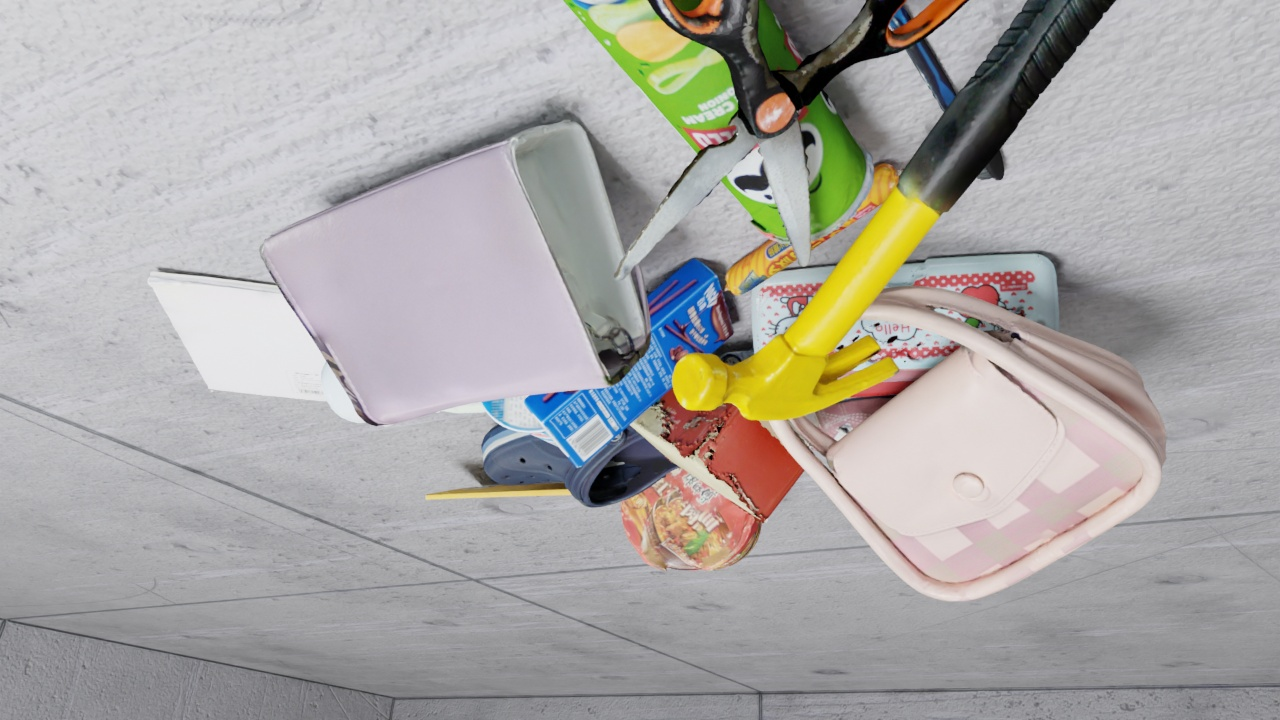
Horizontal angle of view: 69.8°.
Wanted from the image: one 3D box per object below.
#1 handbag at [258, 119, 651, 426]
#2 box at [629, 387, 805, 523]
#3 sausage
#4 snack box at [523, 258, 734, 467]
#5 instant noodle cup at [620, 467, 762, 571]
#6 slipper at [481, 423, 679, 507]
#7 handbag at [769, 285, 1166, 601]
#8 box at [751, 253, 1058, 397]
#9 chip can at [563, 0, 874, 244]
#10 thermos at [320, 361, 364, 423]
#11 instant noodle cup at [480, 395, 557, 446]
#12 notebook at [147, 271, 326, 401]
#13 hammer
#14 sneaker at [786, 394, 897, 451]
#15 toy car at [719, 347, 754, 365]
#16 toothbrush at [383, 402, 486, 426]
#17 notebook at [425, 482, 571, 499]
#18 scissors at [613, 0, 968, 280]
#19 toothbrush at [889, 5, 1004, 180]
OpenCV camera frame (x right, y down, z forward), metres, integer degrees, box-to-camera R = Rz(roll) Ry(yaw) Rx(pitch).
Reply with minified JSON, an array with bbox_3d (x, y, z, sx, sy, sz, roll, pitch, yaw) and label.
[{"bbox_3d":[-0.106,-0.044,0.549,0.197,0.145,0.098,-12,-167,30],"label":"handbag"},{"bbox_3d":[0.045,0.060,0.704,0.091,0.077,0.168,43,173,-23],"label":"box"},{"bbox_3d":[0.105,-0.080,0.584,0.021,0.021,0.166,18,150,-27],"label":"sausage"},{"bbox_3d":[-0.004,0.004,0.654,0.157,0.026,0.084,-40,150,-7],"label":"snack box"},{"bbox_3d":[0.062,0.152,0.940,0.138,0.137,0.108,-6,161,18],"label":"instant noodle cup"},{"bbox_3d":[-0.030,0.093,0.866,0.253,0.095,0.105,-13,147,21],"label":"slipper"},{"bbox_3d":[0.187,0.041,0.593,0.234,0.093,0.194,33,130,-11],"label":"handbag"},{"bbox_3d":[0.180,-0.029,0.642,0.201,0.095,0.100,-4,115,11],"label":"box"},{"bbox_3d":[0.029,-0.141,0.418,0.072,0.072,0.236,-14,148,31],"label":"chip can"},{"bbox_3d":[-0.155,-0.013,0.689,0.221,0.070,0.070,-23,143,36],"label":"thermos"},{"bbox_3d":[-0.068,0.026,0.742,0.099,0.099,0.110,-3,159,11],"label":"instant noodle cup"},{"bbox_3d":[-0.309,-0.010,0.776,0.150,0.012,0.210,7,154,-10],"label":"notebook"},{"bbox_3d":[0.135,-0.079,0.437,0.128,0.033,0.302,4,132,-37],"label":"hammer"},{"bbox_3d":[0.208,0.060,0.717,0.241,0.087,0.118,0,151,7],"label":"sneaker"},{"bbox_3d":[0.105,0.008,0.745,0.105,0.031,0.049,-3,150,-2],"label":"toy car"},{"bbox_3d":[-0.157,0.044,0.861,0.190,0.029,0.020,-3,-165,10],"label":"toothbrush"},{"bbox_3d":[-0.107,0.140,0.996,0.206,0.010,0.145,-4,175,13],"label":"notebook"},{"bbox_3d":[0.059,-0.123,0.380,0.233,0.021,0.221,-42,137,10],"label":"scissors"},{"bbox_3d":[0.148,-0.143,0.466,0.016,0.014,0.189,11,164,45],"label":"toothbrush"}]
